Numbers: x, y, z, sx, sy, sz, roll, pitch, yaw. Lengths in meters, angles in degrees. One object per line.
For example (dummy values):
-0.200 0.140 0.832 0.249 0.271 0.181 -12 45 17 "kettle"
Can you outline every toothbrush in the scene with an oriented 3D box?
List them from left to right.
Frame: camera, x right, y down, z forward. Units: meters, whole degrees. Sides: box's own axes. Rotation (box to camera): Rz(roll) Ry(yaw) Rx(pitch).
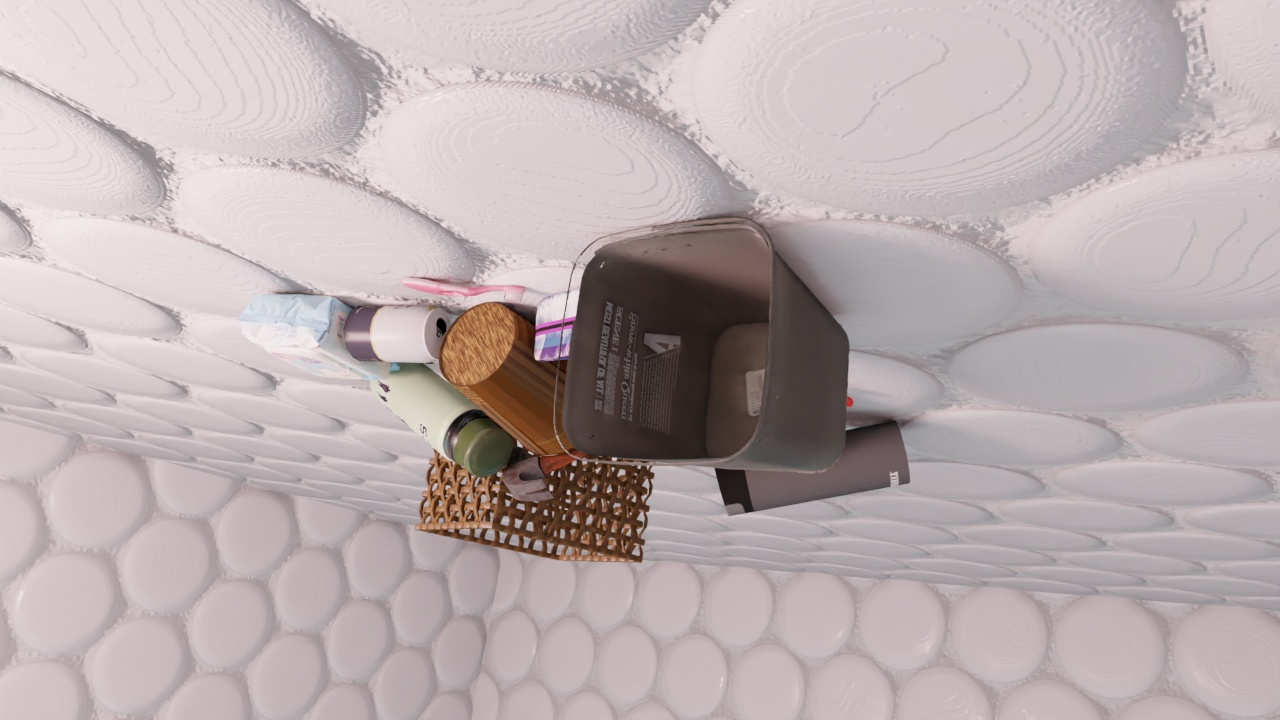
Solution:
-0.183 -0.072 0.938 0.135 0.016 0.021 5 162 10 "toothbrush"

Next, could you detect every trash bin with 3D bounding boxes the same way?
0.072 0.008 0.809 0.198 0.197 0.220 -2 166 34 "trash bin"

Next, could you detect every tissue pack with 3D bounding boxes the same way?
-0.378 -0.022 1.102 0.112 0.070 0.182 3 162 15 "tissue pack"

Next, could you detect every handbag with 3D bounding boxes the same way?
-0.020 -0.019 0.969 0.169 0.068 0.145 16 163 -42 "handbag"

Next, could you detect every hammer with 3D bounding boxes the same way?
-0.025 0.083 1.084 0.301 0.111 0.028 -25 115 5 "hammer"

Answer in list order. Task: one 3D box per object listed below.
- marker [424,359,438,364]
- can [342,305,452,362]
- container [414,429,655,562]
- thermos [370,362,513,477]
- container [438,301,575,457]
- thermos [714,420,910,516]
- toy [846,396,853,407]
-0.211 -0.005 1.158 0.146 0.019 0.019 0 161 26 "marker"
-0.268 -0.030 1.031 0.127 0.064 0.064 1 161 23 "can"
-0.142 0.157 1.306 0.251 0.213 0.220 21 159 -33 "container"
-0.247 0.067 1.151 0.231 0.082 0.082 29 179 40 "thermos"
-0.134 0.018 1.030 0.132 0.132 0.167 -2 154 30 "container"
0.219 0.142 1.193 0.240 0.082 0.082 -12 159 8 "thermos"
0.211 0.062 1.127 0.093 0.088 0.133 -24 164 -42 "toy"
